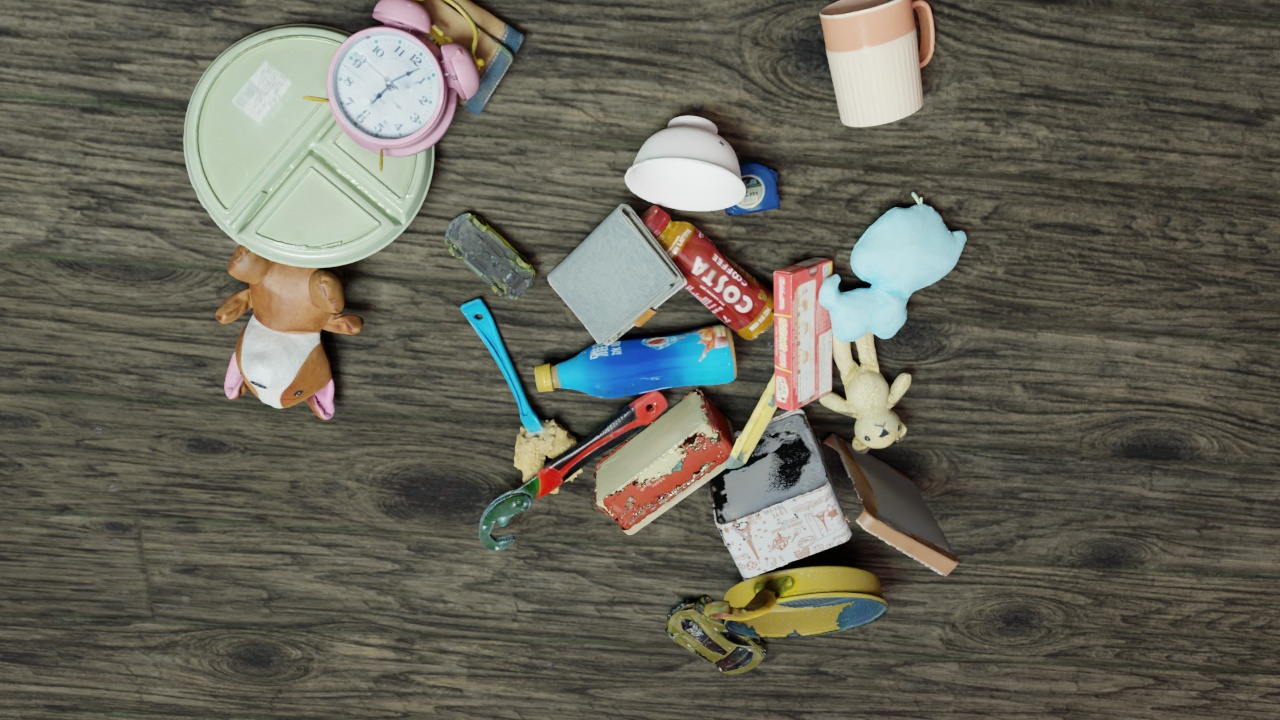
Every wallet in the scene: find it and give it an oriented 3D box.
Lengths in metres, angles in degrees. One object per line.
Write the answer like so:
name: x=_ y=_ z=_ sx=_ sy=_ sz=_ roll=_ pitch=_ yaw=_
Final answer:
wallet: x=-0.024 y=-0.084 z=0.945 sx=0.106 sy=0.036 sz=0.130 roll=51 pitch=129 yaw=-1
wallet: x=-0.179 y=-0.300 z=0.867 sx=0.115 sy=0.033 sz=0.090 roll=33 pitch=112 yaw=-13

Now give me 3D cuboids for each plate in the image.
plate: x=-0.312 y=-0.202 z=0.867 sx=0.230 sy=0.027 sz=0.230 roll=-1 pitch=96 yaw=-11

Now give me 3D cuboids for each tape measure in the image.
tape measure: x=0.113 y=-0.177 z=0.940 sx=0.058 sy=0.025 sz=0.054 roll=-10 pitch=115 yaw=-1

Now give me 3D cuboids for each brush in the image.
brush: x=-0.137 y=0.043 z=1.040 sx=0.083 sy=0.045 sz=0.255 roll=-19 pitch=112 yaw=11

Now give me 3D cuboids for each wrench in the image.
wrench: x=-0.081 y=0.123 z=1.045 sx=0.273 sy=0.016 sz=0.056 roll=-40 pitch=118 yaw=8

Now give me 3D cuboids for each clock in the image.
clock: x=-0.213 y=-0.258 z=0.828 sx=0.117 sy=0.060 sz=0.158 roll=43 pitch=92 yaw=-12

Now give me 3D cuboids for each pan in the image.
pan: x=0.159 y=0.283 z=1.050 sx=0.198 sy=0.078 sz=0.357 roll=-20 pitch=147 yaw=25

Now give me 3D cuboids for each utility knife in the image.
utility knife: x=0.147 y=0.031 z=1.009 sx=0.031 sy=0.021 sz=0.204 roll=34 pitch=77 yaw=-42

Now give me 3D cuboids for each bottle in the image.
bottle: x=-0.006 y=0.006 z=1.005 sx=0.219 sy=0.065 sz=0.065 roll=-8 pitch=117 yaw=2
bottle: x=0.068 y=-0.093 z=0.962 sx=0.175 sy=0.057 sz=0.058 roll=38 pitch=110 yaw=-19

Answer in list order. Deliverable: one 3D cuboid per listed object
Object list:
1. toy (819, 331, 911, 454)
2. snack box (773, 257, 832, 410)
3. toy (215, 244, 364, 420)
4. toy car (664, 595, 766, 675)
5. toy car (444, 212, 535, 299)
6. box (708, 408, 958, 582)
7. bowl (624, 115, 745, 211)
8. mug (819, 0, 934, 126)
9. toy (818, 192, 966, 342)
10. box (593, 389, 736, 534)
toy: x=0.251 y=0.026 z=1.025 sx=0.105 sy=0.066 sz=0.157 roll=-18 pitch=101 yaw=4
snack box: x=0.175 y=-0.029 z=0.983 sx=0.075 sy=0.025 sz=0.153 roll=-22 pitch=116 yaw=-40
toy: x=-0.368 y=-0.025 z=0.954 sx=0.140 sy=0.130 sz=0.200 roll=21 pitch=124 yaw=-7
toy car: x=0.101 y=0.366 z=1.206 sx=0.158 sy=0.042 sz=0.070 roll=37 pitch=111 yaw=-21
toy car: x=-0.157 y=-0.111 z=0.962 sx=0.105 sy=0.032 sz=0.048 roll=41 pitch=109 yaw=-8
box: x=0.206 y=0.148 z=1.023 sx=0.270 sy=0.179 sz=0.134 roll=4 pitch=114 yaw=-3
bowl: x=0.048 y=-0.198 z=0.898 sx=0.118 sy=0.118 sz=0.064 roll=10 pitch=77 yaw=-7
mug: x=0.230 y=-0.290 z=0.864 sx=0.114 sy=0.082 sz=0.106 roll=-29 pitch=120 yaw=-20
toy: x=0.265 y=-0.097 z=0.966 sx=0.161 sy=0.049 sz=0.156 roll=-4 pitch=111 yaw=-11
box: x=0.021 y=0.112 z=1.046 sx=0.168 sy=0.091 sz=0.076 roll=-39 pitch=115 yaw=16
